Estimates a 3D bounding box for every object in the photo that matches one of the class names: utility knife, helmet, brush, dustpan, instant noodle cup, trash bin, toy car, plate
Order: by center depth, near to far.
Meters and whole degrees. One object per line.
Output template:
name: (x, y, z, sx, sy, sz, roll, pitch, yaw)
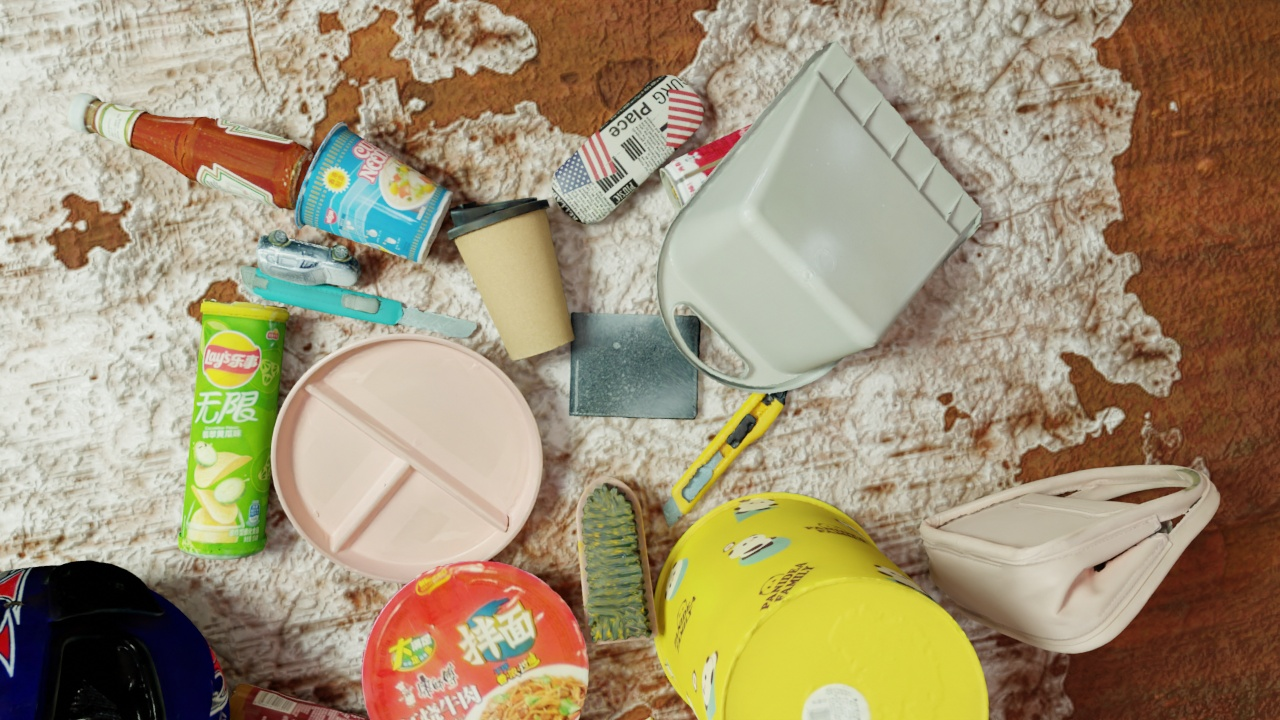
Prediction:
helmet: (-0.432, 0.285, 0.675, 0.240, 0.316, 0.247, 18, 87, -37)
trash bin: (0.134, 0.235, 0.730, 0.229, 0.255, 0.229, 0, 90, -4)
instant noodle cup: (-0.227, -0.138, 0.800, 0.110, 0.099, 0.099, 24, 88, -11)
plate: (-0.200, 0.086, 0.800, 0.229, 0.028, 0.230, -1, 105, -6)
instant noodle cup: (-0.142, 0.267, 0.808, 0.194, 0.066, 0.194, 0, 88, -3)
toy car: (-0.293, -0.086, 0.811, 0.090, 0.043, 0.034, 13, 61, -5)
brush: (-0.024, 0.175, 0.813, 0.063, 0.073, 0.145, -7, 85, 2)
dustpan: (0.142, -0.103, 0.822, 0.222, 0.143, 0.257, 44, 61, -14)
utility knife: (-0.256, -0.051, 0.831, 0.218, 0.013, 0.029, 12, 88, -3)
utility knife: (0.078, 0.086, 0.847, 0.033, 0.015, 0.171, 40, 87, 1)

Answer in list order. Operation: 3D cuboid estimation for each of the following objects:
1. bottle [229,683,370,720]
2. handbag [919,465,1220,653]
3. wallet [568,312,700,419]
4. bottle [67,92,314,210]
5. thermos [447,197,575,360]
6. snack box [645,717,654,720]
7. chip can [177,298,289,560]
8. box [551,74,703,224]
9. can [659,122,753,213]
bottle: (-0.277, 0.334, 0.803, 0.175, 0.057, 0.057, 17, 88, -3)
handbag: (0.380, 0.144, 0.788, 0.234, 0.193, 0.093, -25, 93, -13)
wallet: (-0.005, 0.005, 0.844, 0.121, 0.019, 0.097, 2, 88, -5)
bottle: (-0.392, -0.188, 0.804, 0.206, 0.060, 0.059, 17, 88, -2)
thermos: (-0.109, -0.077, 0.807, 0.093, 0.093, 0.143, -18, 99, -4)
snack box: (-0.025, 0.400, 0.830, 0.140, 0.034, 0.087, -31, 91, -2)
chip can: (-0.352, 0.060, 0.795, 0.072, 0.072, 0.221, 6, 89, -3)
box: (-0.012, -0.192, 0.838, 0.164, 0.051, 0.068, -42, 82, -4)
can: (0.087, -0.179, 0.833, 0.132, 0.053, 0.053, -26, 91, -3)
